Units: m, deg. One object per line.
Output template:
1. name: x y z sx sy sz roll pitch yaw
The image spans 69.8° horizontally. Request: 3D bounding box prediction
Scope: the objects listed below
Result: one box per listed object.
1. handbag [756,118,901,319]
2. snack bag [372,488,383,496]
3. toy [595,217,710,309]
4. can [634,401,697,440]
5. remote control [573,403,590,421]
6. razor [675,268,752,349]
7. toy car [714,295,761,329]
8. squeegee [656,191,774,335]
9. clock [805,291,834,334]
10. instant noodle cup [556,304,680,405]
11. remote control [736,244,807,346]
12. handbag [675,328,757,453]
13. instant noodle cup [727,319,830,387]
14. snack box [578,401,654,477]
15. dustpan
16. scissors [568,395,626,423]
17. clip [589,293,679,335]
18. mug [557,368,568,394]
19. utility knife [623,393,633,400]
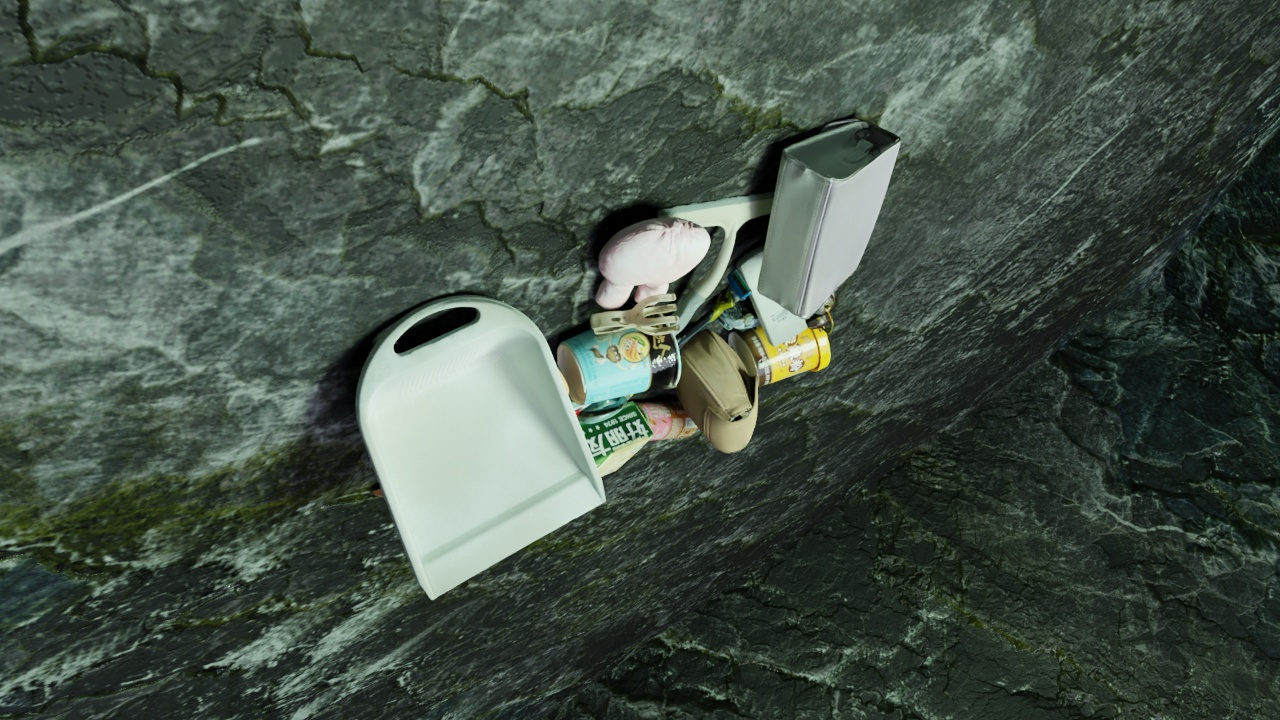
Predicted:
1. handbag: 0.218 -0.170 1.084 0.144 0.098 0.197 -29 144 -32
2. snack bag: -0.284 0.165 1.120 0.045 0.026 0.105 -28 155 1
3. toy: 0.006 -0.103 0.991 0.121 0.054 0.160 -6 156 -25
4. can: 0.029 0.090 1.377 0.058 0.058 0.147 -48 154 24
5. remote control: -0.117 0.084 1.212 0.135 0.020 0.056 -26 153 -23
6. razor: 0.086 -0.055 1.196 0.143 0.042 0.022 -43 145 18
7. toy car: 0.148 -0.069 1.258 0.120 0.054 0.037 -12 144 -45
8. squeegee: 0.074 -0.096 1.127 0.245 0.039 0.247 -16 149 -39
9. clock: 0.232 -0.089 1.259 0.055 0.122 0.082 -20 154 -7
10. instant noodle cup: -0.030 0.000 1.087 0.120 0.111 0.111 -19 151 -23
11. remote control: 0.173 -0.086 1.208 0.056 0.019 0.135 -31 117 -7
12. handbag: 0.111 0.042 1.291 0.099 0.147 0.205 -32 160 -8
13. instant noodle cup: 0.199 -0.023 1.346 0.114 0.118 0.119 -22 153 -12
14. snack box: -0.102 0.136 1.234 0.239 0.063 0.115 -19 161 -43
15. dustpan: -0.165 0.074 0.921 0.222 0.257 0.143 -27 178 -22
16. scissors: -0.087 0.056 1.146 0.177 0.019 0.174 -12 -168 5
17. clip: 0.001 -0.045 1.046 0.104 0.035 0.089 -15 166 23
18. mug: -0.147 0.048 1.046 0.122 0.078 0.078 -35 157 -18
19. utility knife: -0.007 0.007 1.238 0.030 0.019 0.176 -30 151 -30
